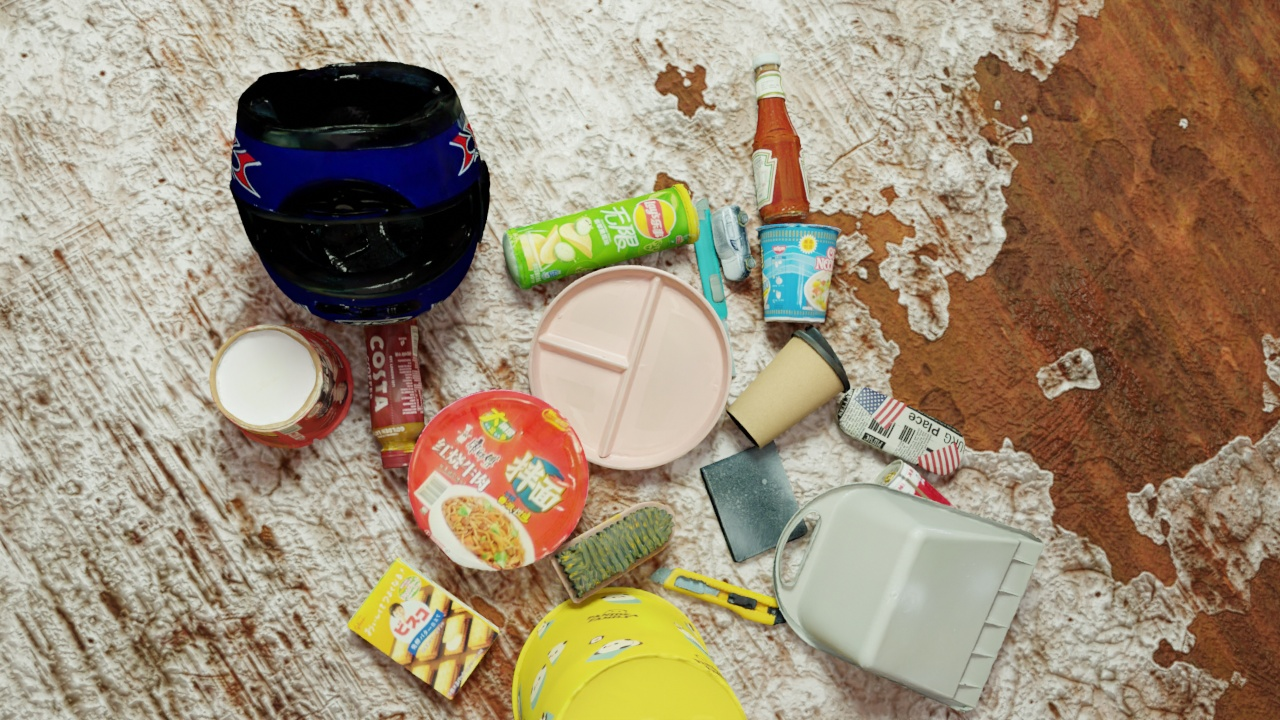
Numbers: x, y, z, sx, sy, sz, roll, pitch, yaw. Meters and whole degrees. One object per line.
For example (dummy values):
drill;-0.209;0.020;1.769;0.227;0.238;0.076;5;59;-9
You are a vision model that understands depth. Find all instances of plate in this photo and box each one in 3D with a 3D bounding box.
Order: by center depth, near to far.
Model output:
plate;-0.012;0.008;1.036;0.229;0.028;0.229;0;92;5

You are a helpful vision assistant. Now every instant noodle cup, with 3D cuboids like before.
instant noodle cup;-0.378;0.023;0.962;0.138;0.109;0.138;1;84;-9
instant noodle cup;-0.156;0.130;1.007;0.193;0.066;0.193;1;83;-10
instant noodle cup;0.183;-0.099;1.075;0.099;0.099;0.110;2;91;-9

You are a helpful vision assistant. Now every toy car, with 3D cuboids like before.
toy car;0.108;-0.138;1.084;0.034;0.043;0.090;-7;86;-37

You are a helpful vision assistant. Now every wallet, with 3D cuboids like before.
wallet;0.133;0.164;1.072;0.097;0.019;0.121;-20;89;-11

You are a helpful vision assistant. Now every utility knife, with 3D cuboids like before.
utility knife;0.091;0.270;1.054;0.171;0.015;0.033;19;78;-6
utility knife;0.088;-0.088;1.094;0.029;0.013;0.218;-10;85;-11

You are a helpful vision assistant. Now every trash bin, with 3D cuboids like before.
trash bin;-0.010;0.357;0.908;0.229;0.255;0.229;1;84;-8

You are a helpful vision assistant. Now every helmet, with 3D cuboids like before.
helmet;-0.269;-0.151;0.902;0.247;0.315;0.241;-5;119;-10

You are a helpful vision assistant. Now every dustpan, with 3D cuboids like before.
dustpan;0.292;0.255;1.054;0.257;0.143;0.223;20;94;-32

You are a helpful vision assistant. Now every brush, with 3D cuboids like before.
brush;-0.026;0.204;1.015;0.145;0.073;0.063;-29;83;-16

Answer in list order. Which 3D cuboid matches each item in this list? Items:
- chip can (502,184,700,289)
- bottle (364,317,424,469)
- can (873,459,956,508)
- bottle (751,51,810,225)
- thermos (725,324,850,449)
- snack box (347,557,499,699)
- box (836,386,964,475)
chip can;-0.047;-0.141;1.050;0.221;0.073;0.072;-16;86;-10
bottle;-0.268;0.030;1.004;0.057;0.057;0.175;-5;84;-9
can;0.338;0.179;1.083;0.133;0.053;0.053;42;79;-2
bottle;0.163;-0.268;1.104;0.059;0.060;0.206;-5;84;-9
thermos;0.171;0.033;1.060;0.143;0.093;0.093;-40;91;-2
snack box;-0.234;0.289;0.994;0.140;0.034;0.086;37;79;-2
box;0.311;0.084;1.100;0.164;0.051;0.068;27;70;-6
